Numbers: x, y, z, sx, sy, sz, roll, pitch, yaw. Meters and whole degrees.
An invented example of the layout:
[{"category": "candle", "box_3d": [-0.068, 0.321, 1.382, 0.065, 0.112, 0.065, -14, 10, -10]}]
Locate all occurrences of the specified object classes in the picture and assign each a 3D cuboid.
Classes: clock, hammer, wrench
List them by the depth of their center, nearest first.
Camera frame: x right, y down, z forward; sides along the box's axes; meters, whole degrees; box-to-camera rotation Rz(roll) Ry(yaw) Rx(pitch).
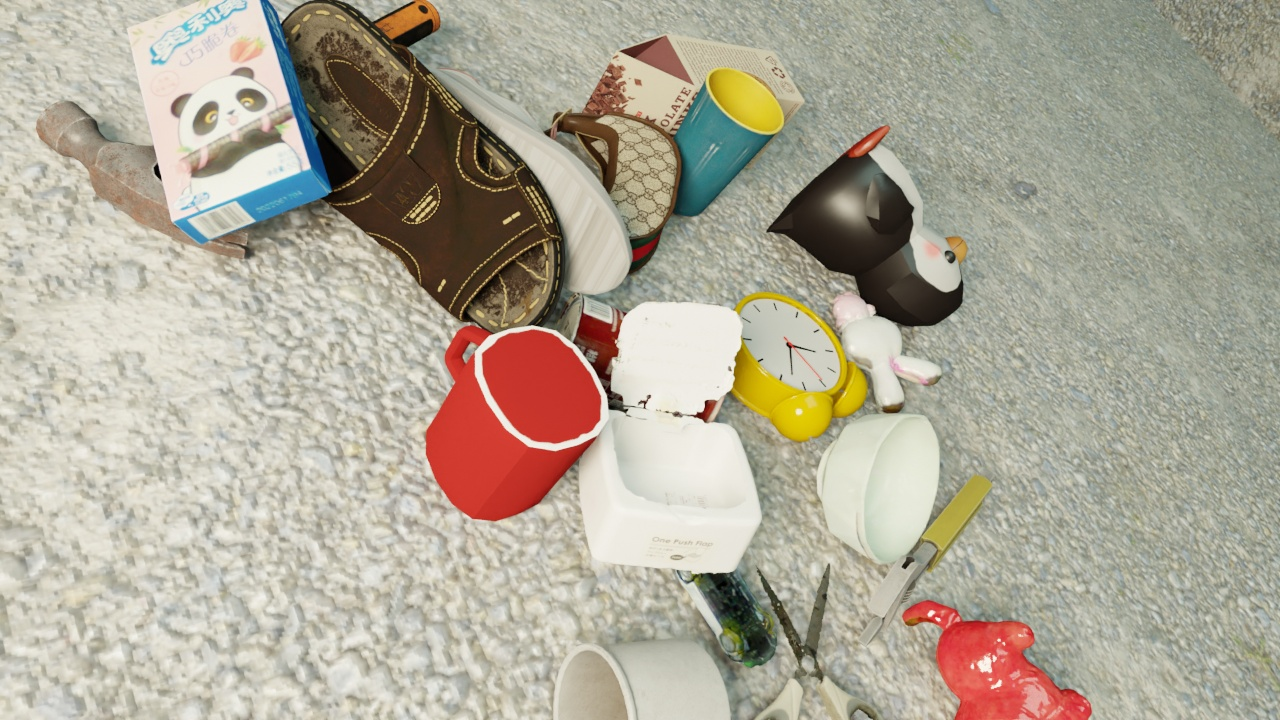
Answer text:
[{"category": "hammer", "box_3d": [-0.244, -0.189, 0.667, 0.138, 0.035, 0.313, 40, 49, -1]}, {"category": "wrench", "box_3d": [0.232, 0.142, 0.719, 0.018, 0.084, 0.272, 31, 34, 25]}, {"category": "clock", "box_3d": [0.126, 0.006, 0.765, 0.113, 0.052, 0.152, -25, 69, -42]}]

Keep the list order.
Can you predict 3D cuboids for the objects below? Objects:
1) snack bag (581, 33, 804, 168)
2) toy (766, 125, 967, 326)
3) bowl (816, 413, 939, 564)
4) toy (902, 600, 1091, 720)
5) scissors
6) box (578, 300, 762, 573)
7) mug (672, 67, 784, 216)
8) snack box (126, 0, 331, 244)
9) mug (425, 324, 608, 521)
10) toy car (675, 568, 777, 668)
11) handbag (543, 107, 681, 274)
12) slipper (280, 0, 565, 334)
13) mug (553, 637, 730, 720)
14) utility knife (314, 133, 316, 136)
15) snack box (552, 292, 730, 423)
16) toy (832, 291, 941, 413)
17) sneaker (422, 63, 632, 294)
[{"category": "snack bag", "box_3d": [0.041, -0.245, 0.870, 0.206, 0.095, 0.070, -6, 60, -36]}, {"category": "toy", "box_3d": [0.227, -0.105, 0.881, 0.184, 0.140, 0.159, 51, 4, -3]}, {"category": "bowl", "box_3d": [0.176, 0.093, 0.707, 0.117, 0.061, 0.117, -11, 105, -45]}, {"category": "toy", "box_3d": [0.237, 0.229, 0.653, 0.093, 0.088, 0.133, -31, 63, -26]}, {"category": "scissors", "box_3d": [0.108, 0.217, 0.597, 0.157, 0.013, 0.171, -41, 95, -36]}, {"category": "box", "box_3d": [0.027, 0.040, 0.604, 0.107, 0.132, 0.151, 10, 40, -18]}, {"category": "mug", "box_3d": [0.062, -0.190, 0.823, 0.078, 0.122, 0.078, 17, 50, -21]}, {"category": "snack box", "box_3d": [-0.254, -0.155, 0.566, 0.088, 0.033, 0.154, -22, 70, -3]}, {"category": "mug", "box_3d": [-0.087, 0.027, 0.575, 0.080, 0.097, 0.116, -17, 68, -40]}, {"category": "toy car", "box_3d": [0.056, 0.163, 0.613, 0.038, 0.028, 0.089, -20, 72, -42]}, {"category": "handbag", "box_3d": [-0.040, -0.153, 0.775, 0.138, 0.063, 0.166, 17, 55, -8]}, {"category": "slipper", "box_3d": [-0.151, -0.126, 0.609, 0.268, 0.113, 0.075, 51, 13, -3]}, {"category": "mug", "box_3d": [-0.001, 0.212, 0.509, 0.070, 0.084, 0.113, 5, 84, -33]}, {"category": "utility knife", "box_3d": [-0.227, -0.154, 0.682, 0.141, 0.015, 0.022, 27, 48, -10]}, {"category": "snack box", "box_3d": [-0.004, 0.004, 0.666, 0.121, 0.072, 0.072, 21, 48, -17]}, {"category": "toy", "box_3d": [0.218, -0.012, 0.848, 0.079, 0.038, 0.122, -23, 71, -29]}, {"category": "sneaker", "box_3d": [-0.090, -0.144, 0.688, 0.236, 0.099, 0.089, 40, 31, 6]}]
